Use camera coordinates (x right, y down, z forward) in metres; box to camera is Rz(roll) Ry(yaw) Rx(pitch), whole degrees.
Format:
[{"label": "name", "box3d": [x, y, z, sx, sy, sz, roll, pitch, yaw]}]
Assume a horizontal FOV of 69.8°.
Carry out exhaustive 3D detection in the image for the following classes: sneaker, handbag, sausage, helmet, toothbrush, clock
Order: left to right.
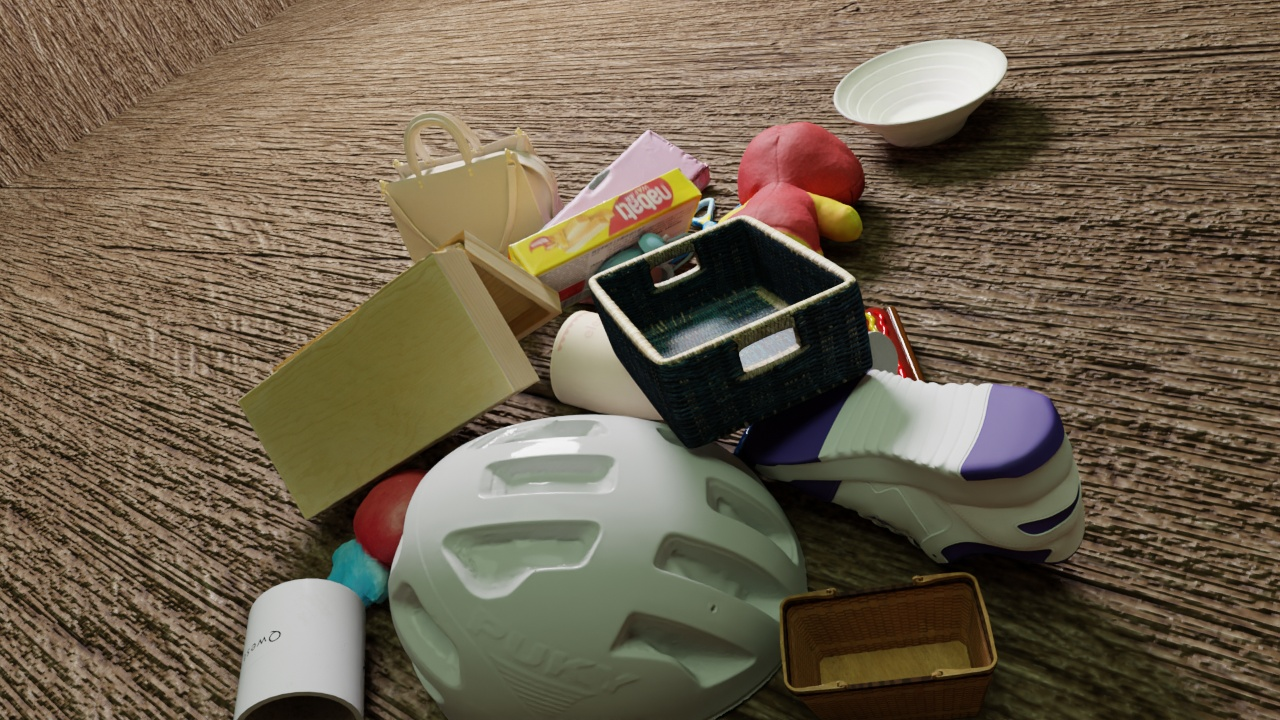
[{"label": "handbag", "box3d": [-0.189, -0.186, 1.015, 0.195, 0.198, 0.101, -9, 40, 19]}, {"label": "helmet", "box3d": [-0.029, 0.141, 0.625, 0.282, 0.184, 0.223, 6, 47, 4]}, {"label": "clock", "box3d": [0.006, -0.083, 0.888, 0.123, 0.087, 0.042, -33, 66, -9]}, {"label": "toothbrush", "box3d": [0.112, 0.014, 0.768, 0.017, 0.016, 0.189, -3, 42, 36]}, {"label": "sausage", "box3d": [0.195, 0.011, 0.708, 0.040, 0.040, 0.155, -15, 38, 11]}, {"label": "sneaker", "box3d": [0.177, 0.077, 0.601, 0.091, 0.111, 0.245, -47, 23, -24]}]

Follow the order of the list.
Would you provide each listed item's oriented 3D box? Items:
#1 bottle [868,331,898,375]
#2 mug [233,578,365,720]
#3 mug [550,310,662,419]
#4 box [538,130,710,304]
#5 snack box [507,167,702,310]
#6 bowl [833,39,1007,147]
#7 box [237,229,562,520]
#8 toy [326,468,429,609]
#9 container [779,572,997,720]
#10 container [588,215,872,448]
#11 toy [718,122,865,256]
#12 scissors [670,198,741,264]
[{"label": "bottle", "box3d": [0.141, 0.005, 0.701, 0.060, 0.060, 0.109, -46, 19, -27]}, {"label": "mug", "box3d": [-0.250, 0.232, 0.655, 0.120, 0.083, 0.096, -46, 33, 18]}, {"label": "mug", "box3d": [-0.005, 0.005, 0.798, 0.104, 0.085, 0.111, 15, 22, 29]}, {"label": "box", "box3d": [-0.022, -0.164, 1.000, 0.099, 0.080, 0.232, 14, 50, 39]}, {"label": "snack box", "box3d": [-0.036, -0.110, 0.889, 0.200, 0.092, 0.042, -30, 70, -24]}, {"label": "bowl", "box3d": [0.300, -0.275, 0.982, 0.177, 0.058, 0.176, -14, 39, 11]}, {"label": "box", "box3d": [-0.208, 0.005, 0.788, 0.249, 0.142, 0.178, -30, 19, 23]}, {"label": "toy", "box3d": [-0.206, 0.147, 0.744, 0.132, 0.062, 0.092, -58, 26, -13]}, {"label": "container", "box3d": [0.142, 0.170, 0.526, 0.114, 0.061, 0.063, -12, 39, 14]}, {"label": "container", "box3d": [0.058, -0.028, 0.663, 0.145, 0.071, 0.187, -23, 27, -8]}, {"label": "toy", "box3d": [0.144, -0.151, 0.889, 0.148, 0.099, 0.215, 6, 51, 22]}, {"label": "scissors", "box3d": [0.068, -0.141, 0.979, 0.130, 0.018, 0.109, -41, 36, -21]}]
